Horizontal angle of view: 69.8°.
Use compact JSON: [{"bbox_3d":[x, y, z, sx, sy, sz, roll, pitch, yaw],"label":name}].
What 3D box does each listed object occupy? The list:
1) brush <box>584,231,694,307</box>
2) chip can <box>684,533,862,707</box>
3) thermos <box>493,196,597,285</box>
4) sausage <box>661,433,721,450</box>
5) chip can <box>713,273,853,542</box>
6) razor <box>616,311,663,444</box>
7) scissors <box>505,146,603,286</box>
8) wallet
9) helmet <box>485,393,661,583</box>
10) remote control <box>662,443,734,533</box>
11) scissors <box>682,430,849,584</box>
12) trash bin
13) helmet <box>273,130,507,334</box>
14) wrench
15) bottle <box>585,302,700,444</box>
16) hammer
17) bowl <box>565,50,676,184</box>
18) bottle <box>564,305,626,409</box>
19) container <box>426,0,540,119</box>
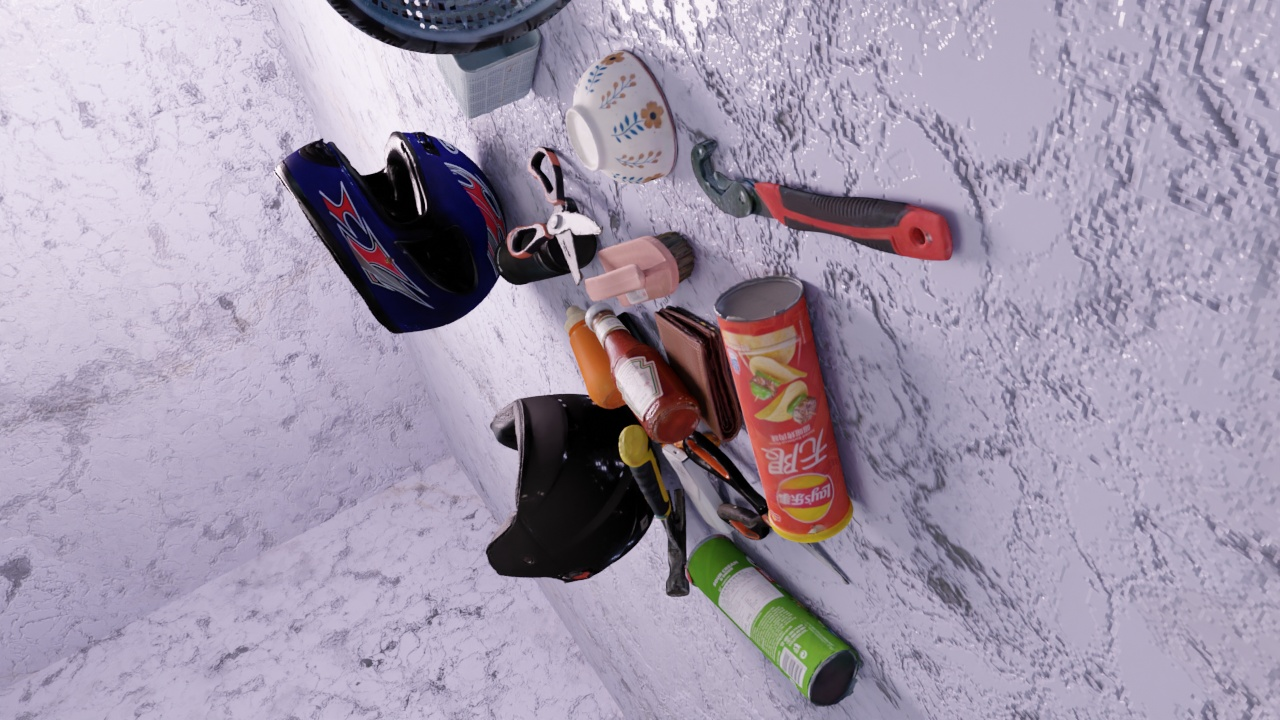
[{"bbox_3d":[-0.002,-0.084,0.874,0.063,0.073,0.146,66,160,-9],"label":"brush"},{"bbox_3d":[0.139,0.279,1.007,0.236,0.072,0.072,35,148,54],"label":"chip can"},{"bbox_3d":[-0.118,-0.144,1.133,0.243,0.068,0.090,-179,95,-67],"label":"thermos"},{"bbox_3d":[0.056,0.095,1.050,0.021,0.021,0.165,63,162,-2],"label":"sausage"},{"bbox_3d":[0.116,0.042,0.734,0.073,0.073,0.217,32,145,57],"label":"chip can"},{"bbox_3d":[0.008,0.016,1.033,0.167,0.062,0.067,60,-166,23],"label":"razor"},{"bbox_3d":[-0.097,-0.155,0.992,0.227,0.015,0.188,-16,67,53],"label":"scissors"},{"bbox_3d":[0.057,0.011,0.918,0.101,0.032,0.125,39,151,56],"label":"wallet"},{"bbox_3d":[-0.084,0.166,1.206,0.275,0.230,0.233,71,-168,-49],"label":"helmet"},{"bbox_3d":[0.069,0.149,1.055,0.125,0.024,0.049,58,164,-27],"label":"remote control"},{"bbox_3d":[0.117,0.151,0.937,0.229,0.021,0.221,48,163,10],"label":"scissors"},{"bbox_3d":[-0.155,-0.383,0.684,0.227,0.226,0.195,99,152,-61],"label":"trash bin"},{"bbox_3d":[-0.320,-0.199,1.281,0.247,0.240,0.316,42,164,49],"label":"helmet"},{"bbox_3d":[0.110,-0.108,0.627,0.273,0.016,0.056,35,148,55],"label":"wrench"},{"bbox_3d":[-0.006,0.006,0.960,0.206,0.059,0.060,-126,18,-46],"label":"bottle"},{"bbox_3d":[0.020,0.160,1.043,0.324,0.032,0.126,71,-164,-57],"label":"hammer"},{"bbox_3d":[-0.025,-0.200,0.787,0.113,0.062,0.114,53,161,26],"label":"bowl"},{"bbox_3d":[-0.056,-0.011,1.147,0.067,0.066,0.149,91,154,-56],"label":"bottle"},{"bbox_3d":[-0.163,-0.318,0.950,0.090,0.089,0.112,60,164,7],"label":"container"}]
